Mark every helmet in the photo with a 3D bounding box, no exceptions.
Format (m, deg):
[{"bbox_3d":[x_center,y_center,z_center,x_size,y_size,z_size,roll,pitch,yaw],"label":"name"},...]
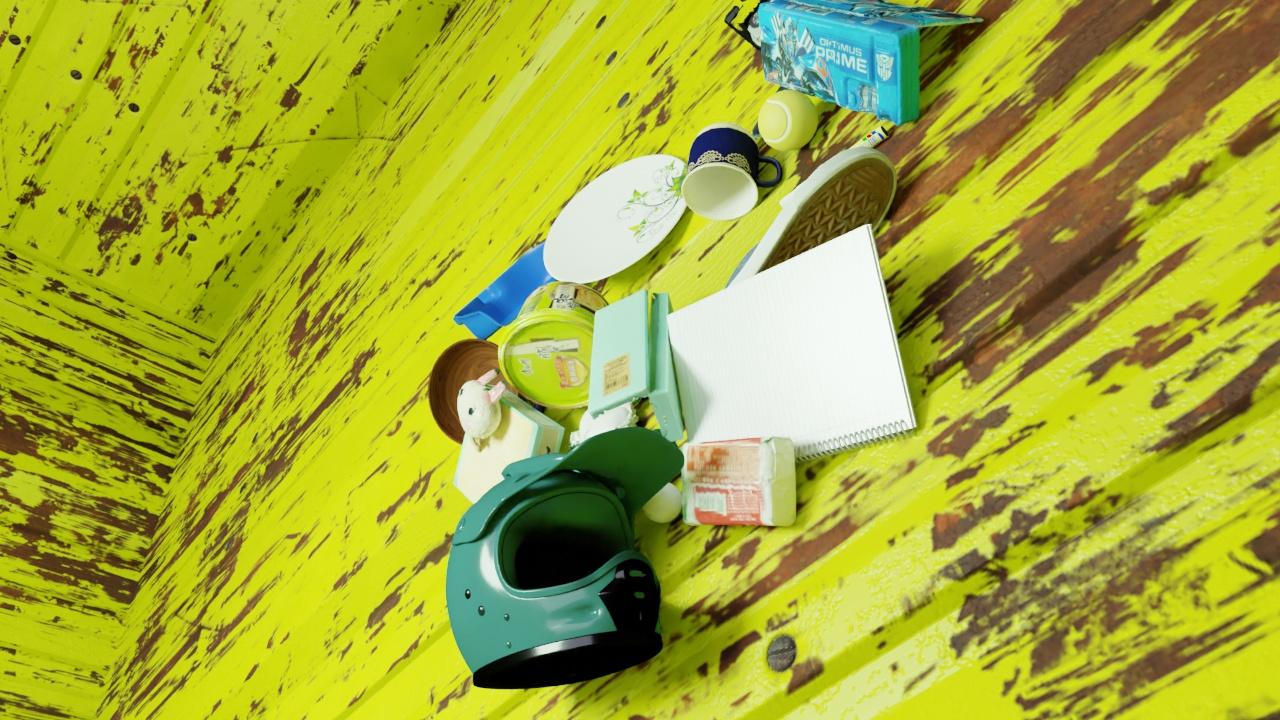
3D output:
[{"bbox_3d":[-0.071,0.180,0.848,0.276,0.176,0.200,-36,52,43],"label":"helmet"}]

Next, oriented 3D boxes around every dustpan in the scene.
[{"bbox_3d":[-0.195,-0.091,1.326,0.258,0.059,0.244,-31,14,51],"label":"dustpan"}]

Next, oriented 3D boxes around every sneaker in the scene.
[{"bbox_3d":[0.147,-0.115,0.896,0.236,0.087,0.079,-51,27,19],"label":"sneaker"}]

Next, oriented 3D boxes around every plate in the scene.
[{"bbox_3d":[-0.026,-0.182,1.220,0.230,0.030,0.228,-22,42,22],"label":"plate"}]

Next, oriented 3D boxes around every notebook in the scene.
[{"bbox_3d":[0.122,0.006,0.826,0.246,0.013,0.177,-23,71,45],"label":"notebook"}]

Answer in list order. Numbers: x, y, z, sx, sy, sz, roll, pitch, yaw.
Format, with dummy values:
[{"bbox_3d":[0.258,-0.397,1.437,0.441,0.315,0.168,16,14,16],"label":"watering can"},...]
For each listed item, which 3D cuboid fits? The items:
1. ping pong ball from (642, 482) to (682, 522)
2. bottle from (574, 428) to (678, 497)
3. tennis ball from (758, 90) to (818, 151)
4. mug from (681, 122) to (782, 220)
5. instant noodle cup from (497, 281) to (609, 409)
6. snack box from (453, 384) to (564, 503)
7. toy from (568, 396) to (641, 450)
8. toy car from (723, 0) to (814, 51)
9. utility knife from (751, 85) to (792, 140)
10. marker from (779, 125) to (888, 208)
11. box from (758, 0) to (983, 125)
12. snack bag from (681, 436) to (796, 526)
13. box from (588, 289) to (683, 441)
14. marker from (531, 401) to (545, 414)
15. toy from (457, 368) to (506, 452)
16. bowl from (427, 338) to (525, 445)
[{"bbox_3d":[0.021,0.139,0.898,0.040,0.040,0.040,-35,39,34],"label":"ping pong ball"},{"bbox_3d":[-0.046,0.133,0.971,0.210,0.068,0.068,-34,40,35],"label":"bottle"},{"bbox_3d":[0.162,-0.264,1.011,0.065,0.065,0.065,-35,39,34],"label":"tennis ball"},{"bbox_3d":[0.108,-0.224,1.053,0.112,0.086,0.089,0,55,15],"label":"mug"},{"bbox_3d":[-0.092,-0.023,1.106,0.147,0.146,0.097,-39,26,30],"label":"instant noodle cup"},{"bbox_3d":[-0.168,0.121,1.134,0.194,0.044,0.141,25,103,56],"label":"snack box"},{"bbox_3d":[-0.030,0.062,1.038,0.096,0.041,0.108,3,61,55],"label":"toy"},{"bbox_3d":[0.202,-0.455,1.114,0.192,0.094,0.071,-45,55,21],"label":"toy car"},{"bbox_3d":[0.180,-0.328,1.084,0.172,0.020,0.029,-54,31,6],"label":"utility knife"},{"bbox_3d":[0.199,-0.198,0.954,0.133,0.014,0.014,-34,39,35],"label":"marker"},{"bbox_3d":[0.237,-0.334,0.974,0.115,0.094,0.243,-22,34,-17],"label":"box"},{"bbox_3d":[0.085,0.109,0.817,0.116,0.036,0.077,-11,77,49],"label":"snack bag"},{"bbox_3d":[-0.008,0.005,0.954,0.093,0.077,0.187,-11,35,9],"label":"box"},{"bbox_3d":[-0.123,0.025,1.219,0.015,0.018,0.133,143,147,-65],"label":"marker"},{"bbox_3d":[-0.196,0.061,1.115,0.112,0.050,0.087,-57,38,20],"label":"toy"},{"bbox_3d":[-0.213,0.043,1.267,0.147,0.068,0.147,0,91,23],"label":"bowl"}]
